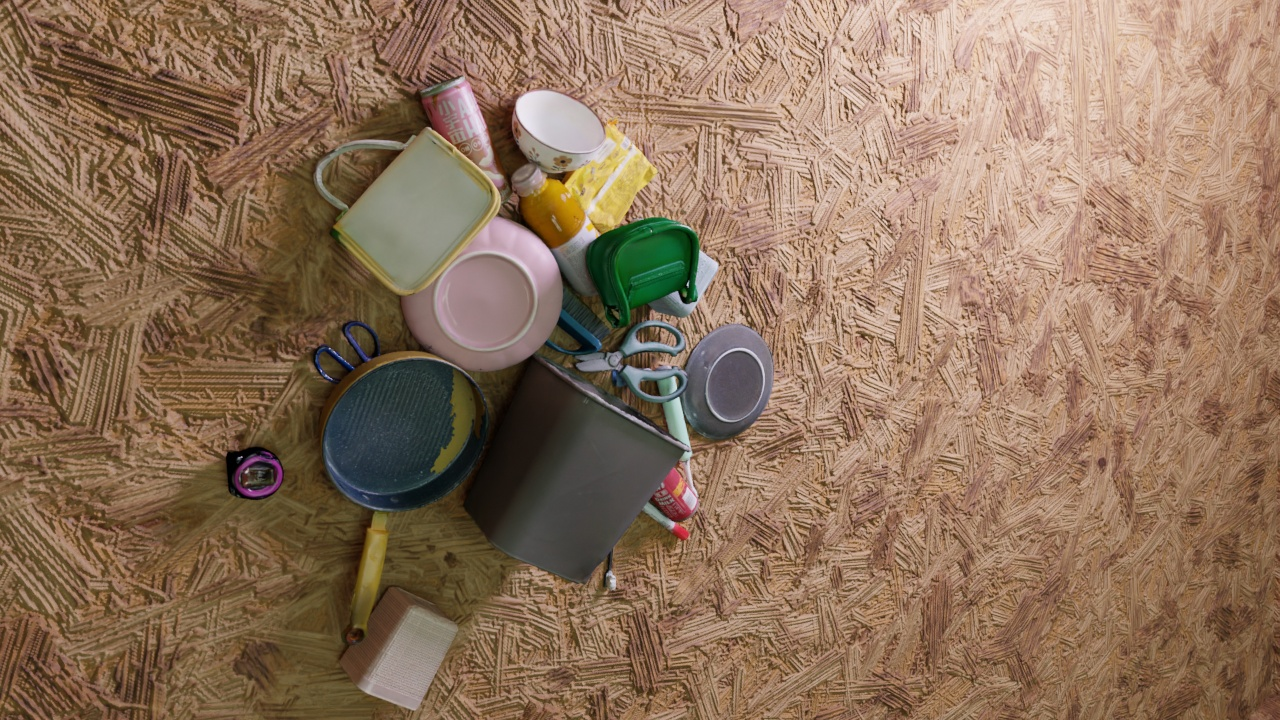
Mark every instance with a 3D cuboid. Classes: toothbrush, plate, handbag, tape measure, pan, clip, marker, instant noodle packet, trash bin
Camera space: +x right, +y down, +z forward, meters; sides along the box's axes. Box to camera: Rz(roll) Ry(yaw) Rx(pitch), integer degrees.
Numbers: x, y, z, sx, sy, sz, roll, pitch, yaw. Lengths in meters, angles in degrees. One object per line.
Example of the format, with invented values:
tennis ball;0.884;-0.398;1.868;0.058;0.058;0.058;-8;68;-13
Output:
toothbrush;0.057;0.112;1.335;0.026;0.027;0.225;-11;111;7
plate;0.137;0.035;1.372;0.179;0.024;0.179;-9;106;-32
plate;-0.184;-0.074;1.086;0.192;0.039;0.192;-4;108;-13
handbag;-0.264;-0.179;1.011;0.178;0.063;0.163;43;90;-6
handbag;0.008;-0.111;1.125;0.131;0.068;0.120;-24;114;-24
toothbrush;-0.039;0.243;1.310;0.015;0.018;0.181;-2;101;-30
tape measure;-0.424;0.125;1.010;0.057;0.039;0.057;-4;103;-33
pan;-0.296;0.162;1.078;0.197;0.078;0.358;13;104;-35
clip;-0.011;0.022;1.273;0.057;0.032;0.025;-6;99;-29
marker;0.022;0.225;1.345;0.145;0.017;0.017;42;77;-33
instant noodle packet;-0.044;-0.233;1.175;0.128;0.044;0.111;-54;129;-9
trash bin;-0.092;0.137;1.153;0.199;0.199;0.220;31;91;-33

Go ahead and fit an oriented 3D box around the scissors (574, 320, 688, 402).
scissors;-0.010;0.015;1.252;0.179;0.019;0.143;-12;86;-27

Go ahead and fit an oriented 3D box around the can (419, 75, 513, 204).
can;-0.199;-0.248;1.058;0.057;0.058;0.147;-33;117;-24

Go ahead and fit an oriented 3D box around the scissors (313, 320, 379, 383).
scissors;-0.317;0.035;1.077;0.132;0.012;0.173;-17;111;-31

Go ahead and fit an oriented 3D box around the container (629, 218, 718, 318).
container;0.025;-0.127;1.221;0.111;0.090;0.090;37;80;-30

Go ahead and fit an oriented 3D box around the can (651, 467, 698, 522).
can;0.029;0.172;1.314;0.053;0.053;0.133;-47;122;-16

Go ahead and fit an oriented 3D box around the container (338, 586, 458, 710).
container;-0.292;0.349;1.124;0.090;0.090;0.110;38;77;-34

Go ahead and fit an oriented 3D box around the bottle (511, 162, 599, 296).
bottle;-0.094;-0.160;1.127;0.068;0.068;0.189;-48;132;-15

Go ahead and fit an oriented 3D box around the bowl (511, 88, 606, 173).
bowl;-0.103;-0.266;1.103;0.113;0.113;0.062;-10;148;-32

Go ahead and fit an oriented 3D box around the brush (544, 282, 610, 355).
brush;-0.104;-0.053;1.171;0.144;0.055;0.073;41;77;-34
